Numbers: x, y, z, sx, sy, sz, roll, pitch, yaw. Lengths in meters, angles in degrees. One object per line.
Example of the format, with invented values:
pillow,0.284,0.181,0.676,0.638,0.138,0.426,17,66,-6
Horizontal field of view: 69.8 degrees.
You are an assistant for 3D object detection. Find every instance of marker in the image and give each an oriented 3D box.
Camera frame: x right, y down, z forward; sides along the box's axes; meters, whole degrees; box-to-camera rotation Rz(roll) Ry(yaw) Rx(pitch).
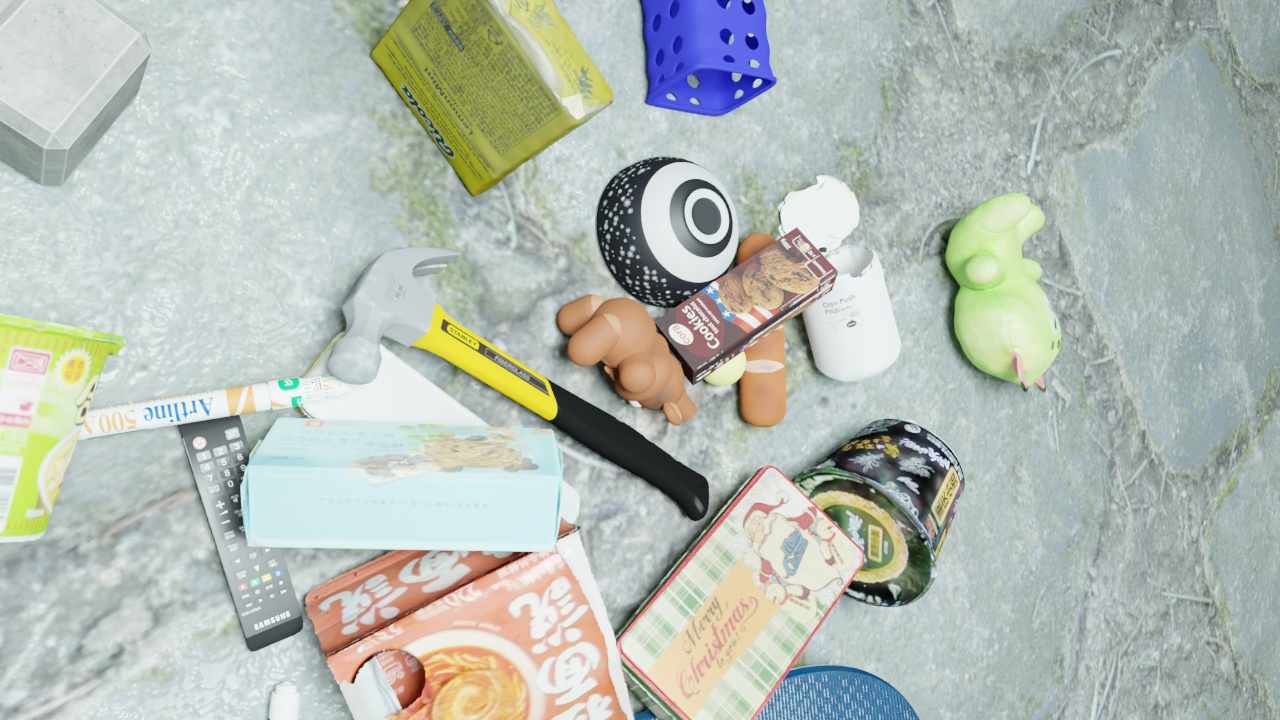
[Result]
marker,-0.243,0.025,0.529,0.145,0.017,0.017,-10,89,-20
marker,-0.213,0.258,0.538,0.017,0.020,0.133,11,78,-43

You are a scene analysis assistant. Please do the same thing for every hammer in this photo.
hammer,-0.395,-0.077,0.419,0.162,0.083,0.317,37,65,-25
hammer,-0.063,0.030,0.647,0.323,0.029,0.126,35,40,-32

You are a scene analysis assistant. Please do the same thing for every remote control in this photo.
remote control,-0.237,0.100,0.545,0.033,0.015,0.147,-18,94,-34

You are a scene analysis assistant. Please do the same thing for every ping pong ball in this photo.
ping pong ball,0.066,0.001,0.747,0.040,0.040,0.040,5,81,-34

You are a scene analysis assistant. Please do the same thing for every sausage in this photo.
sausage,0.102,-0.026,0.773,0.039,0.044,0.164,-1,83,1

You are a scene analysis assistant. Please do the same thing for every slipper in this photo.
slipper,0.091,0.304,0.718,0.294,0.060,0.118,0,78,-21

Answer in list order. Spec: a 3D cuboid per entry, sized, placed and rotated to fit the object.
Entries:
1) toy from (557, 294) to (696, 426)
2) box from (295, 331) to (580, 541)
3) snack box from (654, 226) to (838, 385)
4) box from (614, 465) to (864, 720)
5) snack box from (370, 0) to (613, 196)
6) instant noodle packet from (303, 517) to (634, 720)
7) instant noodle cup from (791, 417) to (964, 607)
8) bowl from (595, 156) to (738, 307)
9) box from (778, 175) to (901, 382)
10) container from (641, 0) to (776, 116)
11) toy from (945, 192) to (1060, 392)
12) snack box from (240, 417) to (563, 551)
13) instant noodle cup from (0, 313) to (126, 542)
toy,-0.004,0.004,0.692,0.128,0.065,0.094,51,17,-35
box,-0.129,0.062,0.611,0.209,0.037,0.064,41,67,-24
snack box,0.083,-0.043,0.724,0.140,0.032,0.051,-34,70,-11
box,0.076,0.186,0.701,0.117,0.051,0.205,43,61,8
snack box,-0.096,-0.181,0.576,0.045,0.181,0.121,-44,107,-26
instant noodle packet,-0.095,0.219,0.593,0.164,0.084,0.221,-24,112,-24
instant noodle cup,0.205,0.121,0.781,0.112,0.138,0.137,-38,105,-40
bowl,0.032,-0.106,0.722,0.120,0.066,0.120,5,81,-34
box,0.171,-0.073,0.806,0.125,0.084,0.156,-75,149,-57
container,0.052,-0.272,0.747,0.085,0.085,0.113,-1,83,-33
toy,0.364,-0.064,0.928,0.150,0.107,0.197,-4,95,-57
snack box,-0.135,0.072,0.539,0.174,0.075,0.053,4,106,-9
instant noodle cup,-0.323,0.030,0.454,0.098,0.099,0.108,14,84,-32
